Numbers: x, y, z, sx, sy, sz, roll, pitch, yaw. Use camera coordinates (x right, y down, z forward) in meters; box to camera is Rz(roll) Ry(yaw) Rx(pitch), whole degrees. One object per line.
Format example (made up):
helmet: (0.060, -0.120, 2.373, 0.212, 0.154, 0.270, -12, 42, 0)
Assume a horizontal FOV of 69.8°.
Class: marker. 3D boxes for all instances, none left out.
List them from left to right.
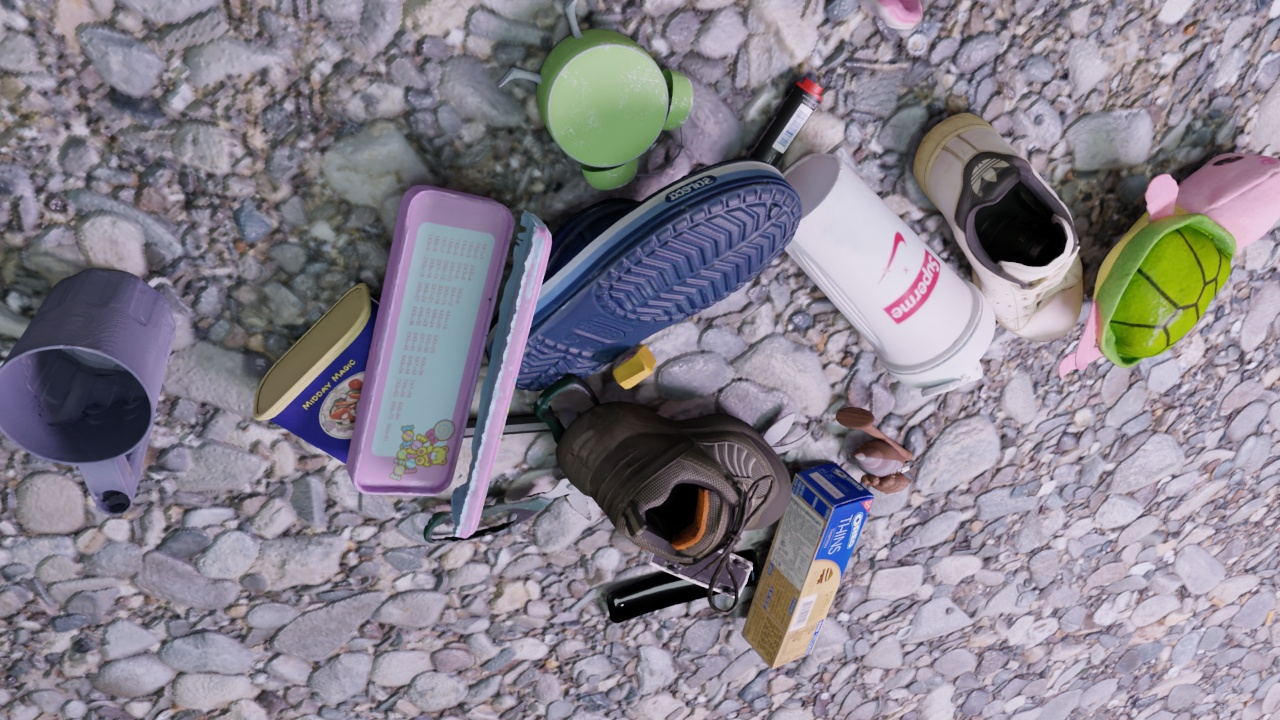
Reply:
marker: (-0.128, 0.053, 0.719, 0.123, 0.017, 0.021, -3, 156, -17)
marker: (0.083, -0.134, 0.658, 0.023, 0.021, 0.145, 37, 110, 7)

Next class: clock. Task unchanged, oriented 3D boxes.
clock: (-0.020, -0.165, 0.595, 0.119, 0.042, 0.094, 34, 108, -32)

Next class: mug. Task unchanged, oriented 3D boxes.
mug: (-0.338, 0.018, 0.578, 0.083, 0.104, 0.124, -10, 124, -12)

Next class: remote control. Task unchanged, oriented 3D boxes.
remote control: (0.042, 0.217, 0.875, 0.151, 0.020, 0.041, -13, 123, -11)

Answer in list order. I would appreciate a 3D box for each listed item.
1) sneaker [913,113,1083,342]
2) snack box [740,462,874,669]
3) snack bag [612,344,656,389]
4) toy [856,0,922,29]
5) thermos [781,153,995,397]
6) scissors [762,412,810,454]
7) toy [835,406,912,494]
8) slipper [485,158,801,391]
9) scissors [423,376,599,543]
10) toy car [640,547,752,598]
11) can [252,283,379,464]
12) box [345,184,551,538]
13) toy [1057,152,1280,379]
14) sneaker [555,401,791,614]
sneaker: (0.301, -0.085, 0.708, 0.089, 0.102, 0.241, -41, 125, 10)
snack box: (0.155, 0.195, 0.866, 0.057, 0.056, 0.207, -8, 125, -33)
snack bag: (-0.004, 0.004, 0.685, 0.026, 0.099, 0.020, -35, 93, 8)
toy: (0.066, -0.258, 0.528, 0.194, 0.158, 0.084, 9, 151, -5)
thermos: (0.184, -0.058, 0.698, 0.220, 0.099, 0.099, 38, 105, -29)
scissors: (0.077, 0.103, 0.813, 0.155, 0.019, 0.125, -6, 124, -12)
toy: (0.213, 0.086, 0.828, 0.101, 0.042, 0.054, 32, 75, -39)
slipper: (-0.015, -0.068, 0.629, 0.253, 0.095, 0.105, -33, 145, 26)
scissors: (-0.088, 0.088, 0.730, 0.201, 0.015, 0.202, -15, 140, -6)
toy car: (0.051, 0.184, 0.845, 0.113, 0.039, 0.039, 28, 83, -30)
can: (-0.197, 0.017, 0.651, 0.116, 0.056, 0.092, -42, 125, 11)
box: (-0.118, 0.005, 0.586, 0.089, 0.092, 0.214, 7, 107, -33)
toy: (0.431, -0.074, 0.753, 0.238, 0.088, 0.190, -45, 138, -4)
sneaker: (0.060, 0.110, 0.701, 0.237, 0.143, 0.101, 16, 114, -41)
